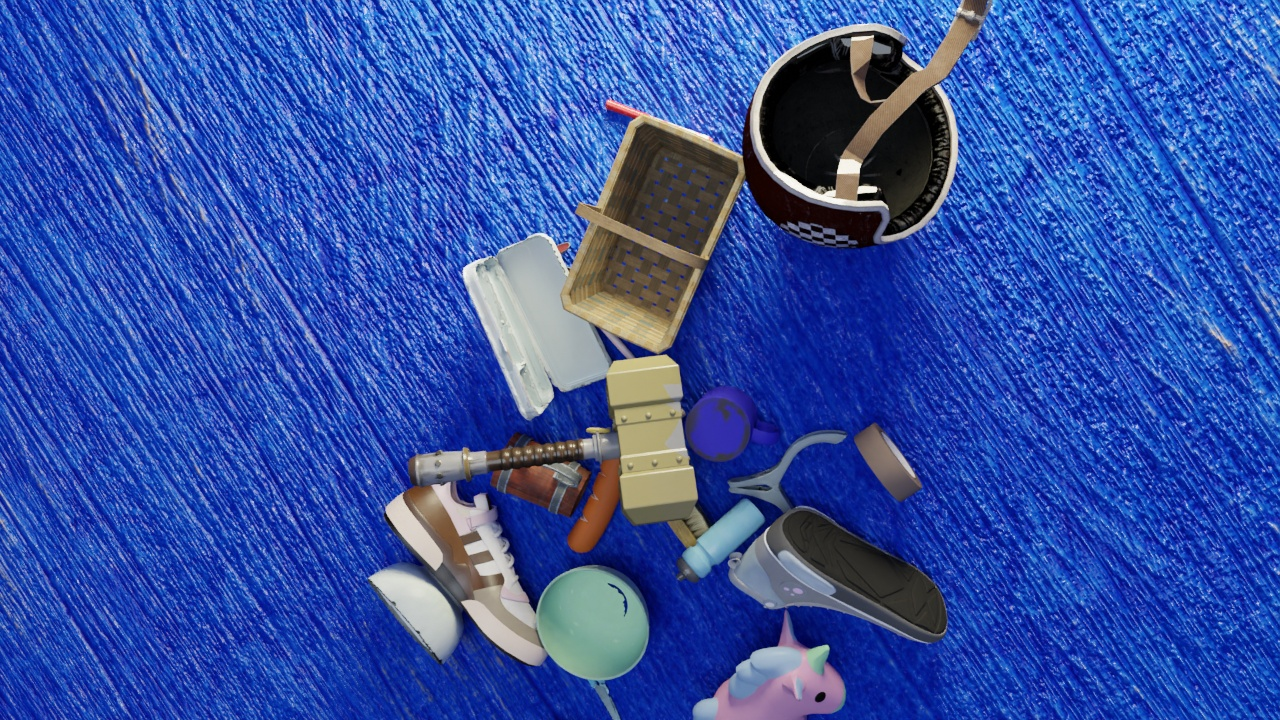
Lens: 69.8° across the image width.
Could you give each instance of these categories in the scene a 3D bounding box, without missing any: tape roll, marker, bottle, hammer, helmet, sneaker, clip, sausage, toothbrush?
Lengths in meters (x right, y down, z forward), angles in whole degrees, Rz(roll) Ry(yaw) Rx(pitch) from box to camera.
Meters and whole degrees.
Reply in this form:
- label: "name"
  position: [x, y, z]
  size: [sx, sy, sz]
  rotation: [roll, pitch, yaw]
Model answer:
- label: "tape roll"
  position: [0.292, 0.120, 1.085]
  size: [0.030, 0.093, 0.093]
  rotation: [-38, 88, 15]
- label: "marker"
  position: [0.023, -0.294, 1.131]
  size: [0.142, 0.012, 0.013]
  rotation: [22, 102, 9]
- label: "bottle"
  position: [0.094, 0.226, 1.131]
  size: [0.130, 0.040, 0.040]
  rotation: [-41, 87, -5]
- label: "hammer"
  position: [-0.108, 0.111, 1.084]
  size: [0.325, 0.101, 0.190]
  rotation: [-7, 79, -4]
- label: "helmet"
  position: [0.225, -0.239, 0.967]
  size: [0.234, 0.253, 0.233]
  rotation: [6, 84, 15]
- label: "sneaker"
  position: [0.239, 0.289, 1.135]
  size: [0.256, 0.092, 0.161]
  rotation: [32, 135, -11]
- label: "clip"
  position: [0.209, 0.135, 1.143]
  size: [0.169, 0.031, 0.164]
  rotation: [25, 101, 7]
- label: "sausage"
  position: [-0.051, 0.180, 1.203]
  size: [0.044, 0.039, 0.164]
  rotation: [24, 103, 6]
- label: "toothbrush"
  position: [-0.007, 0.007, 1.181]
  size: [0.018, 0.015, 0.181]
  rotation: [-42, 88, 21]
- label: "sneaker"
  position: [-0.203, 0.270, 1.232]
  size: [0.116, 0.112, 0.294]
  rotation: [-42, 87, -5]

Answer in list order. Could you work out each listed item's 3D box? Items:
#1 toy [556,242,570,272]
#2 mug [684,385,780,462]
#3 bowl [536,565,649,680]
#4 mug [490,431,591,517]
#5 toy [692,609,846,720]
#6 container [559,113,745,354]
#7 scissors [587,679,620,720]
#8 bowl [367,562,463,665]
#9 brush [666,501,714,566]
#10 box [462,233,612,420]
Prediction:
- label: "toy"
  position: [-0.140, -0.122, 1.185]
  size: [0.112, 0.030, 0.049]
  rotation: [-8, 87, 14]
- label: "mug"
  position: [0.116, 0.081, 1.126]
  size: [0.111, 0.083, 0.079]
  rotation: [14, 101, 11]
- label: "bowl"
  position: [-0.055, 0.334, 1.207]
  size: [0.151, 0.077, 0.151]
  rotation: [2, 99, 13]
- label: "mug"
  position: [-0.126, 0.145, 1.182]
  size: [0.111, 0.118, 0.081]
  rotation: [25, 66, 5]
- label: "toy"
  position: [0.149, 0.417, 1.135]
  size: [0.222, 0.119, 0.171]
  rotation: [-21, 125, 18]
- label: "container"
  position: [0.013, -0.144, 1.064]
  size: [0.157, 0.186, 0.250]
  rotation: [25, 103, 9]
- label: "scissors"
  position: [-0.057, 0.445, 1.257]
  size: [0.055, 0.015, 0.136]
  rotation: [-27, 88, 13]
- label: "bowl"
  position: [-0.294, 0.331, 1.242]
  size: [0.072, 0.154, 0.153]
  rotation: [-41, 87, -23]
- label: "brush"
  position: [0.045, 0.178, 1.169]
  size: [0.043, 0.059, 0.195]
  rotation: [-33, 94, 4]
- label: "box"
  position: [-0.138, -0.040, 1.139]
  size: [0.130, 0.105, 0.211]
  rotation: [-22, 103, 25]
